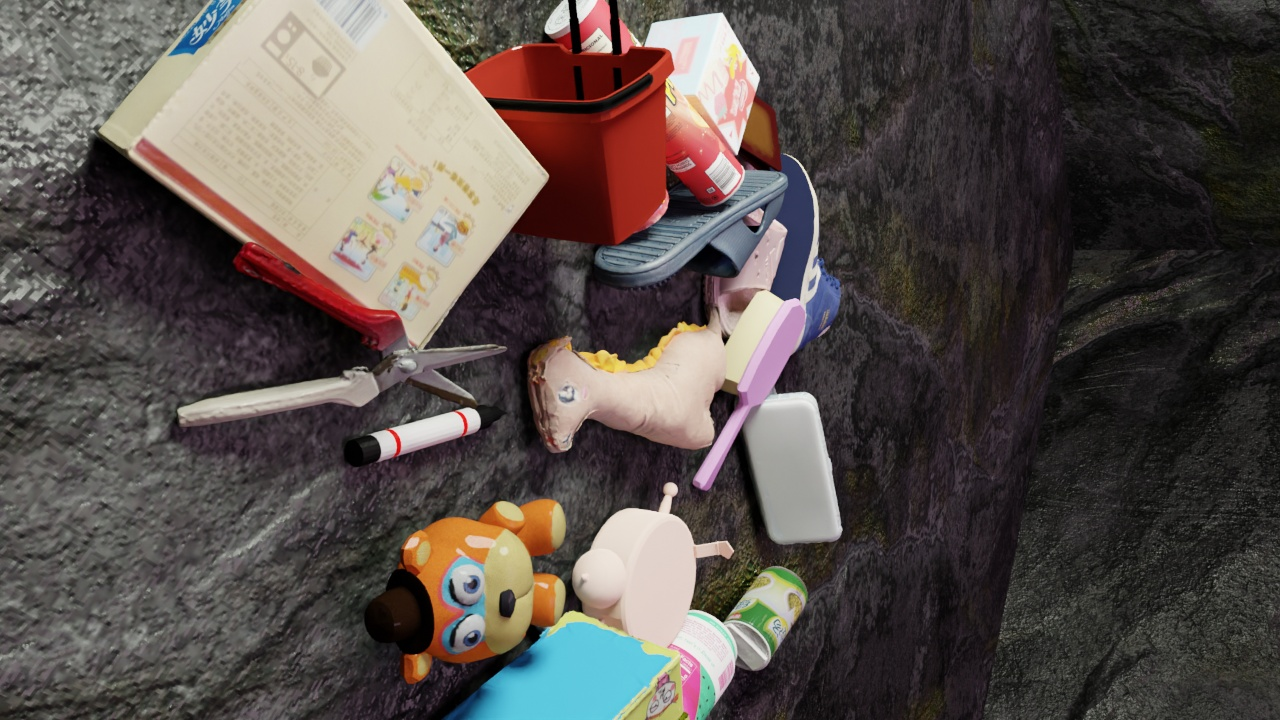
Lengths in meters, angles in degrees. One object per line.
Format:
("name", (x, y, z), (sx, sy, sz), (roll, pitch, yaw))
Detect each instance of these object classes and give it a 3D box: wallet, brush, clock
("wallet", (0.104, -0.251, 0.963), (0.115, 0.018, 0.091), (23, 56, -41))
("brush", (0.106, 0.032, 0.997), (0.228, 0.043, 0.089), (-61, 155, -1))
("clock", (0.008, 0.209, 0.856), (0.160, 0.086, 0.131), (-31, 119, -45))

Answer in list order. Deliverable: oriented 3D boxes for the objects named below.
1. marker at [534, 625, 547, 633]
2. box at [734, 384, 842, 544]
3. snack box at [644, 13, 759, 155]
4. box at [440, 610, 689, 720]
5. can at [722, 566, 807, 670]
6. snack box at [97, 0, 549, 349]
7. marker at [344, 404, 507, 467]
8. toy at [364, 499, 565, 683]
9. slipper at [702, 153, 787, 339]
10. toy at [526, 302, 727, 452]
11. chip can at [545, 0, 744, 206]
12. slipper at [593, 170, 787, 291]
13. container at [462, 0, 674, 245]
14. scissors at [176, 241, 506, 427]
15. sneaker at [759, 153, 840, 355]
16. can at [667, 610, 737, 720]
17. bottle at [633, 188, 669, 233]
("marker", (-0.078, 0.227, 0.778), (0.017, 0.017, 0.146), (-60, 140, -34))
("box", (0.185, 0.114, 1.091), (0.129, 0.106, 0.211), (-54, 136, -44))
("snack box", (0.051, -0.254, 0.862), (0.094, 0.080, 0.092), (42, 60, -52))
("box", (-0.071, 0.289, 0.684), (0.220, 0.125, 0.083), (-28, 121, -51))
("can", (0.145, 0.304, 1.085), (0.120, 0.067, 0.067), (-36, 123, -50))
("snack box", (-0.164, -0.115, 0.525), (0.153, 0.055, 0.207), (-54, 140, -9))
("marker", (-0.145, 0.049, 0.650), (0.145, 0.019, 0.019), (-15, 106, -56))
("toy", (-0.118, 0.159, 0.649), (0.175, 0.096, 0.112), (-7, 100, -45))
("slipper", (0.120, -0.141, 0.998), (0.094, 0.064, 0.239), (2, 91, -57))
("toy", (-0.005, 0.005, 0.835), (0.264, 0.065, 0.196), (23, 66, -49))
("chip can", (0.010, -0.218, 0.782), (0.214, 0.052, 0.051), (41, 59, -35))
("slipper", (0.051, -0.111, 0.875), (0.262, 0.101, 0.083), (-39, 133, -41))
("container", (-0.056, -0.195, 0.643), (0.126, 0.148, 0.201), (-50, 142, -44))
("scissors", (-0.174, -0.001, 0.535), (0.179, 0.015, 0.197), (-35, 139, -14))
("sneaker", (0.191, -0.122, 1.082), (0.118, 0.092, 0.233), (-12, 105, -51))
("can", (0.024, 0.319, 0.879), (0.165, 0.088, 0.088), (-36, 123, -50))
("bottle", (-0.028, -0.174, 0.766), (0.137, 0.062, 0.061), (57, 48, -43))
